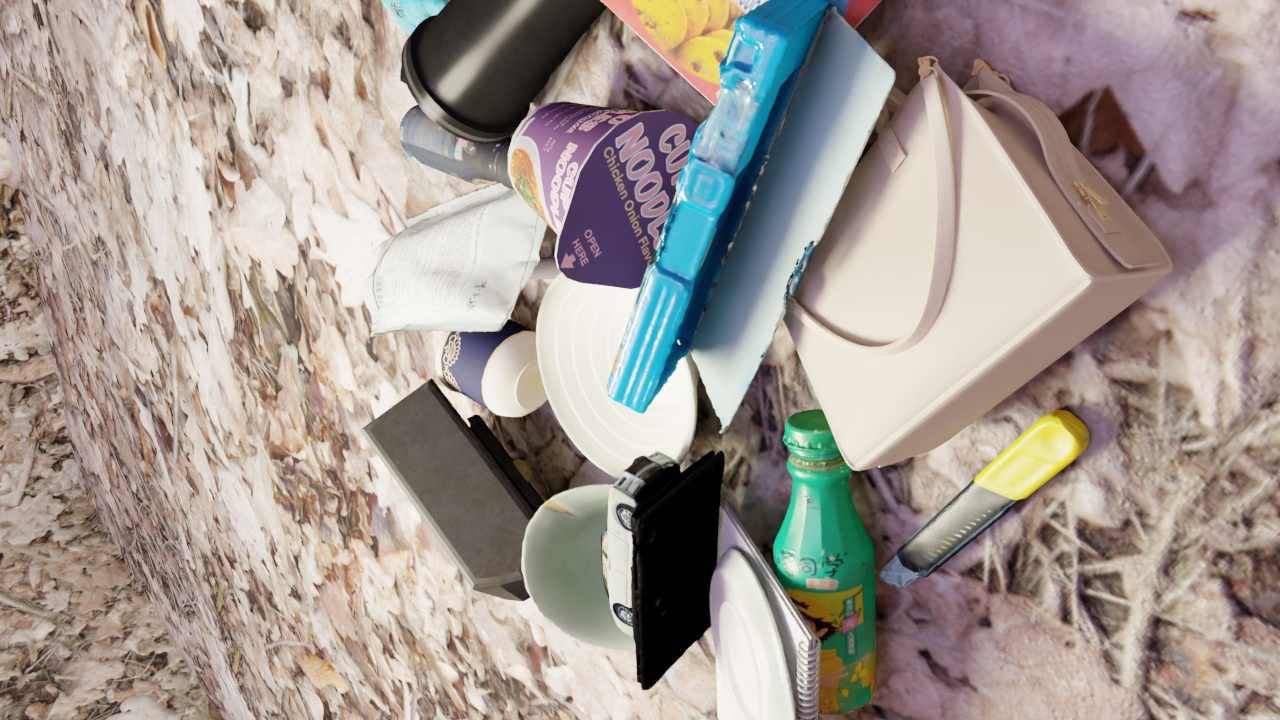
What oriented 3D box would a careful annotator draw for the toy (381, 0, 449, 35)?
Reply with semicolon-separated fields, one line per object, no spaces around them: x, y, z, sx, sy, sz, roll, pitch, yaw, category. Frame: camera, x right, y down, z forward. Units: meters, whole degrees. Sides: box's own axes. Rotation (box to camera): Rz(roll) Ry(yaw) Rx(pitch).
-0.201;-0.337;0.779;0.092;0.062;0.133;36;143;42;toy

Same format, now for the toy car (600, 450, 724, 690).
0.007;0.147;0.688;0.071;0.093;0.192;27;136;31;toy car

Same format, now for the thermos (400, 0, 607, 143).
-0.080;-0.251;0.657;0.219;0.105;0.106;-29;85;45;thermos

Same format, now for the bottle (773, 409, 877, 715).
0.125;0.136;0.626;0.068;0.067;0.210;13;116;44;bottle

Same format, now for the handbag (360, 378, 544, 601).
-0.146;0.135;0.886;0.197;0.102;0.199;50;169;17;handbag

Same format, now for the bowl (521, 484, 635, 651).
-0.012;0.160;0.781;0.174;0.067;0.174;2;115;3;bowl

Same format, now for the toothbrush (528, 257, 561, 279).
-0.112;-0.083;0.827;0.188;0.018;0.019;5;108;47;toothbrush

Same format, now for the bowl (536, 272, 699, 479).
-0.004;0.004;0.716;0.177;0.057;0.177;22;123;40;bowl

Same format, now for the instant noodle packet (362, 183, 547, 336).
-0.168;-0.088;0.839;0.270;0.057;0.146;-1;70;49;instant noodle packet

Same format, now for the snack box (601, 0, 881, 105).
0.058;-0.224;0.516;0.142;0.040;0.145;41;139;-6;snack box

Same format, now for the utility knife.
0.200;0.093;0.560;0.029;0.020;0.188;52;136;21;utility knife

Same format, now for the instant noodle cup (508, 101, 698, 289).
-0.035;-0.125;0.649;0.122;0.136;0.122;36;159;45;instant noodle cup

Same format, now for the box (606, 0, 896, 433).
0.062;-0.073;0.523;0.085;0.091;0.244;27;127;9;box

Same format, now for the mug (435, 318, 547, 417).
-0.119;0.013;0.839;0.089;0.085;0.112;25;160;36;mug

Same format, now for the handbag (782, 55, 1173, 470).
0.144;-0.070;0.504;0.195;0.101;0.197;-53;55;46;handbag

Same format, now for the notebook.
0.088;0.244;0.685;0.178;0.013;0.246;-124;27;-60;notebook

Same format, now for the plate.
0.075;0.213;0.652;0.157;0.014;0.157;171;91;-79;plate

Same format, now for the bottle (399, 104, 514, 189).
-0.145;-0.182;0.788;0.161;0.056;0.056;26;125;38;bottle
